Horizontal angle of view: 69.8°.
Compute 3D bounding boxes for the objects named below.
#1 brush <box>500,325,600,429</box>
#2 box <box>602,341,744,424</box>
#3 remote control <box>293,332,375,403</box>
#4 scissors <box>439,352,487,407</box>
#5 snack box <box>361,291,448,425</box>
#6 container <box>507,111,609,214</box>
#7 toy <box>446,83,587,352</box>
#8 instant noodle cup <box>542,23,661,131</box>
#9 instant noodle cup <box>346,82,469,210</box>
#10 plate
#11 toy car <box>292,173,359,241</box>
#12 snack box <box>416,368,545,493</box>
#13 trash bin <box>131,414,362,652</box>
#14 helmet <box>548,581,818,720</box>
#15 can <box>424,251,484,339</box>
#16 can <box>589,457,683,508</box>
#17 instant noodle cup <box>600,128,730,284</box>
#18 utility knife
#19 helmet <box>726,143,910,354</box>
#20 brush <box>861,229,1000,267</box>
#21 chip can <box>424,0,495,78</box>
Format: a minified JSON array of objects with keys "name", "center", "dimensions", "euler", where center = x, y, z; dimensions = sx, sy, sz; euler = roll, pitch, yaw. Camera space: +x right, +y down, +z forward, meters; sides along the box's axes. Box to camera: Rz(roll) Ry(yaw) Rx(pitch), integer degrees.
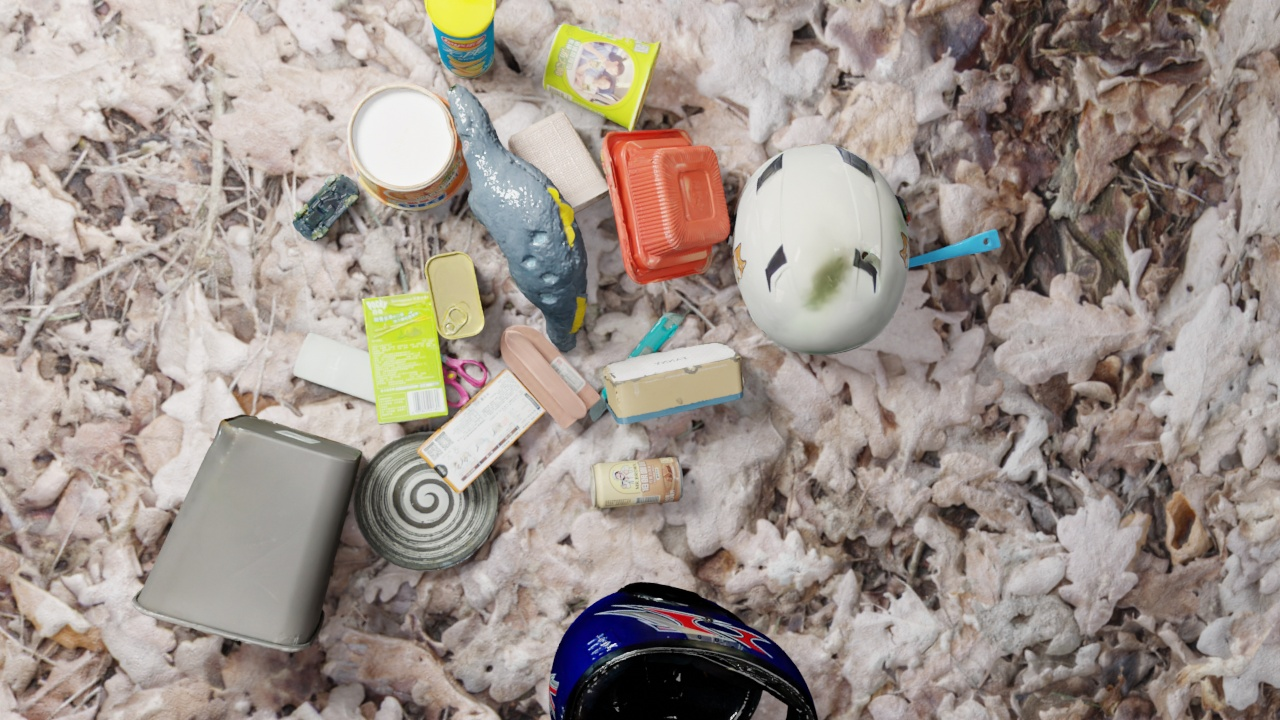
[{"name":"brush","center":[-0.119,0.014,1.151],"dimensions":[0.063,0.073,0.145],"euler":[-41,98,-2]},{"name":"box","center":[0.034,0.027,1.159],"dimensions":[0.184,0.090,0.061],"euler":[-13,109,-8]},{"name":"remote control","center":[-0.350,0.016,1.141],"dimensions":[0.150,0.021,0.058],"euler":[21,83,-11]},{"name":"scissors","center":[-0.250,-0.009,1.160],"dimensions":[0.073,0.017,0.137],"euler":[-37,96,-3]},{"name":"snack box","center":[-0.290,-0.003,1.130],"dimensions":[0.085,0.026,0.156],"euler":[-8,87,-14]},{"name":"container","center":[-0.103,-0.233,1.121],"dimensions":[0.090,0.090,0.111],"euler":[-29,96,-5]},{"name":"toy","center":[-0.126,-0.146,1.055],"dimensions":[0.091,0.138,0.356],"euler":[-36,121,-22]},{"name":"instant noodle cup","center":[-0.050,-0.350,1.111],"dimensions":[0.123,0.111,0.111],"euler":[19,93,-2]},{"name":"instant noodle cup","center":[-0.275,-0.256,1.079],"dimensions":[0.151,0.111,0.151],"euler":[-1,96,-9]},{"name":"plate","center":[-0.270,0.178,1.166],"dimensions":[0.179,0.024,0.179],"euler":[-1,93,-13]},{"name":"toy car","center":[-0.379,-0.185,1.111],"dimensions":[0.043,0.034,0.090],"euler":[41,87,-8]},{"name":"snack box","center":[-0.199,0.088,1.155],"dimensions":[0.153,0.026,0.075],"euler":[-44,102,-14]},{"name":"trash bin","center":[-0.438,0.191,1.072],"dimensions":[0.199,0.199,0.219],"euler":[19,85,-12]},{"name":"helmet","center":[0.047,0.402,1.127],"dimensions":[0.315,0.240,0.247],"euler":[7,95,1]},{"name":"can","center":[-0.224,-0.080,1.120],"dimensions":[0.057,0.083,0.102],"euler":[-12,98,-7]},{"name":"can","center":[-0.006,0.158,1.190],"dimensions":[0.116,0.058,0.058],"euler":[-4,96,-8]},{"name":"instant noodle cup","center":[0.040,-0.192,1.115],"dimensions":[0.164,0.079,0.189],"euler":[-20,102,-45]},{"name":"utility knife","center":[-0.007,0.007,1.197],"dimensions":[0.029,0.013,0.182],"euler":[39,90,-11]},{"name":"helmet","center":[0.217,-0.144,1.115],"dimensions":[0.230,0.156,0.274],"euler":[-4,88,9]},{"name":"brush","center":[0.355,-0.126,1.215],"dimensions":[0.254,0.046,0.083],"euler":[-17,94,-1]},{"name":"chip can","center":[-0.197,-0.373,1.028],"dimensions":[0.071,0.210,0.071],"euler":[-1,95,-8]}]
